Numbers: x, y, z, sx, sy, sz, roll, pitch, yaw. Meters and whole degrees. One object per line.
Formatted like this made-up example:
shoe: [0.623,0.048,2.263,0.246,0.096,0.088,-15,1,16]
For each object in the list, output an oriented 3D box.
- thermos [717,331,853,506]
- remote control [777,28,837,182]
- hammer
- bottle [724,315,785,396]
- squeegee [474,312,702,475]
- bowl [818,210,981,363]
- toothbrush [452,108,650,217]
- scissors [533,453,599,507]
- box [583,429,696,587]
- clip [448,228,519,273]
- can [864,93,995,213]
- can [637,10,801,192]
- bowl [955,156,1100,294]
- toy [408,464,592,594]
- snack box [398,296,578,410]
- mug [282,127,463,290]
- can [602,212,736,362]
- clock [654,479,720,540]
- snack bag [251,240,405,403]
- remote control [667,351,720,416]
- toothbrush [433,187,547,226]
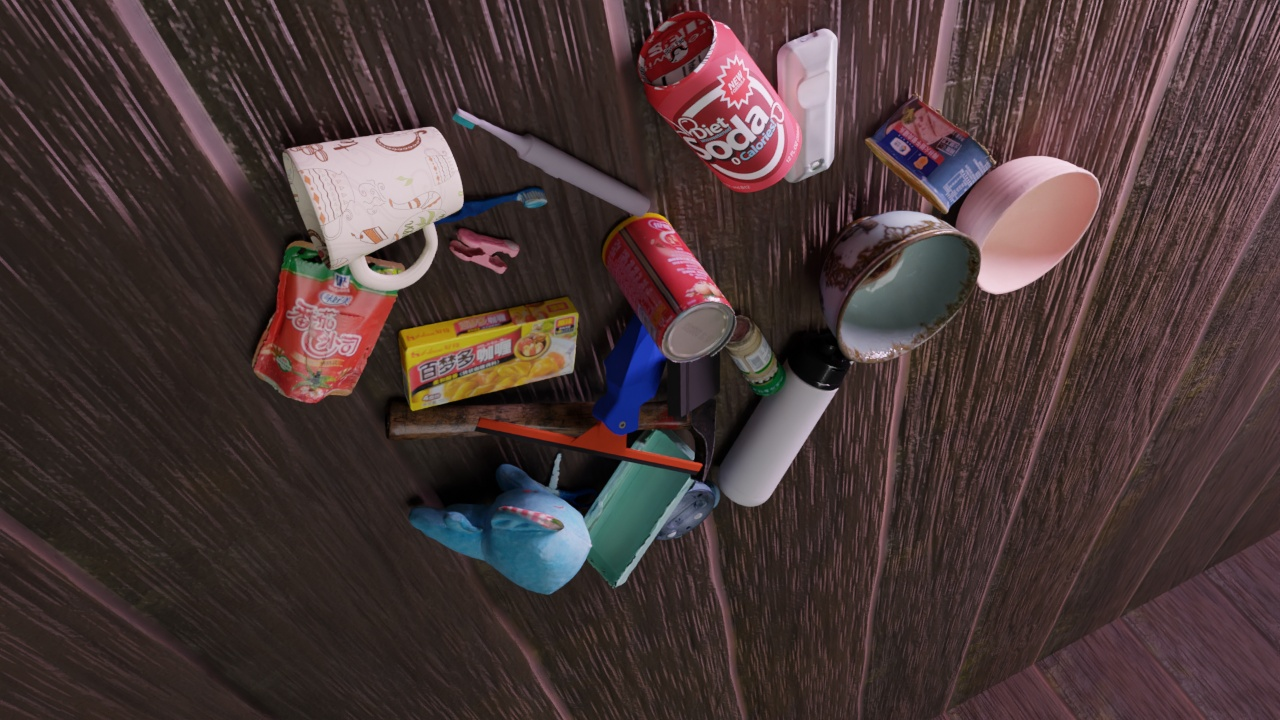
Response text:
thermos: [0.173,0.064,1.042,0.101,0.068,0.230,-11,138,-43]
remote control: [0.139,-0.205,0.758,0.050,0.022,0.133,-24,141,-9]
hammer: [-0.073,0.063,0.870,0.329,0.033,0.120,0,92,-26]
bottle: [0.115,-0.005,0.946,0.043,0.042,0.110,-35,140,4]
squeegee: [-0.005,0.005,0.831,0.249,0.055,0.185,16,96,-35]
bowl: [0.236,-0.086,0.894,0.159,0.094,0.160,-18,140,-16]
toothbrush: [-0.062,-0.148,0.691,0.187,0.018,0.019,19,118,-44]
scissors: [-0.087,0.142,0.995,0.116,0.014,0.130,-12,131,-28]
box: [-0.025,0.159,0.985,0.091,0.077,0.189,1,128,-53]
clip: [-0.125,-0.083,0.721,0.060,0.023,0.044,-9,135,-34]
can: [0.250,-0.181,0.798,0.059,0.099,0.054,-47,140,14]
can: [0.062,-0.188,0.684,0.074,0.074,0.142,-41,141,12]
bowl: [0.380,-0.149,0.936,0.152,0.076,0.153,-19,140,-17]
toy: [-0.134,0.162,0.911,0.181,0.114,0.183,12,158,10]
snack box: [-0.130,-0.006,0.795,0.152,0.025,0.075,-13,138,-21]
mug: [-0.174,-0.098,0.626,0.097,0.081,0.122,-23,133,-22]
can: [0.021,-0.061,0.755,0.066,0.124,0.067,-18,140,-16]
clock: [0.045,0.168,1.078,0.089,0.051,0.124,-41,141,10]
snack bag: [-0.233,-0.041,0.688,0.087,0.044,0.155,13,119,-31]
remote control: [0.051,0.013,0.851,0.133,0.013,0.058,-20,111,-69]
toothbrush: [-0.132,-0.114,0.685,0.132,0.016,0.021,-13,136,-22]
